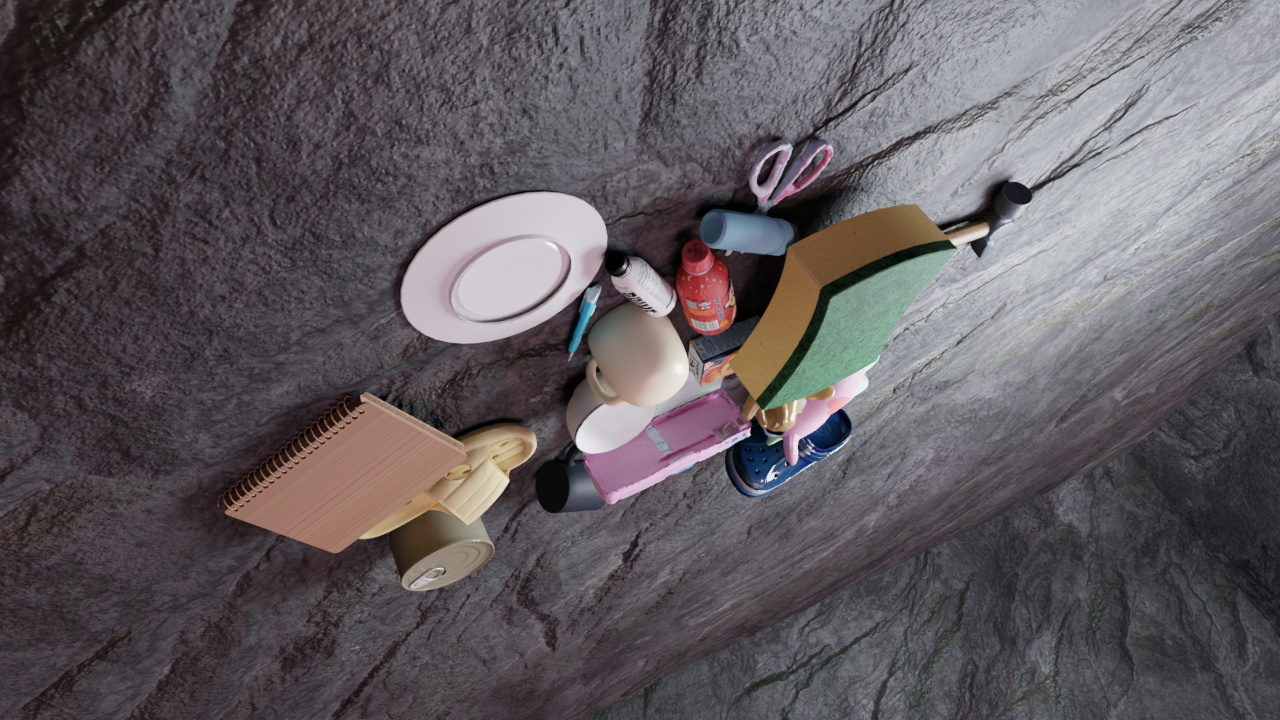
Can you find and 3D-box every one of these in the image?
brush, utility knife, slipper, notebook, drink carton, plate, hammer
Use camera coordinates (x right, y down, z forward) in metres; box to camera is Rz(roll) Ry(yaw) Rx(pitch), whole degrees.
[{"bbox_3d":[0.231,-0.059,1.080,0.194,0.075,0.251,-21,152,-27],"label":"brush"},{"bbox_3d":[-0.065,-0.038,1.002,0.022,0.015,0.125,-62,178,-39],"label":"utility knife"},{"bbox_3d":[0.242,0.126,1.463,0.252,0.105,0.095,-22,161,-31],"label":"slipper"},{"bbox_3d":[-0.322,0.127,1.001,0.211,0.022,0.169,-36,139,14],"label":"notebook"},{"bbox_3d":[0.128,-0.019,1.183,0.130,0.040,0.064,-22,152,-13],"label":"drink carton"},{"bbox_3d":[-0.241,0.163,1.115,0.261,0.079,0.111,-26,149,-3],"label":"slipper"},{"bbox_3d":[-0.125,-0.079,0.878,0.208,0.015,0.209,-22,152,-13],"label":"plate"},{"bbox_3d":[0.349,-0.139,1.191,0.321,0.040,0.129,-19,155,-16],"label":"hammer"}]

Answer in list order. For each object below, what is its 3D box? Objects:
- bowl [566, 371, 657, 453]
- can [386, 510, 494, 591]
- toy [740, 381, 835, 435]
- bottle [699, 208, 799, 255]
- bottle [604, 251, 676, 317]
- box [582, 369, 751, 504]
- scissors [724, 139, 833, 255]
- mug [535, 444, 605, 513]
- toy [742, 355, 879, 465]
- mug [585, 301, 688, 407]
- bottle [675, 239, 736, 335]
[{"bbox_3d":[-0.043,0.055,1.122,0.113,0.063,0.114,-23,147,-16],"label":"bowl"},{"bbox_3d":[-0.268,0.243,1.226,0.127,0.073,0.128,-22,152,-13],"label":"can"},{"bbox_3d":[0.183,0.050,1.235,0.134,0.106,0.108,9,-177,22],"label":"toy"},{"bbox_3d":[0.120,-0.133,0.962,0.129,0.040,0.040,0,141,-41],"label":"bottle"},{"bbox_3d":[-0.002,-0.082,0.958,0.041,0.041,0.116,-35,152,12],"label":"bottle"},{"bbox_3d":[0.036,0.089,1.217,0.230,0.086,0.106,-23,145,-20],"label":"box"},{"bbox_3d":[0.121,-0.166,0.963,0.105,0.016,0.180,-3,147,-40],"label":"scissors"},{"bbox_3d":[-0.088,0.158,1.266,0.077,0.071,0.105,4,112,-46],"label":"mug"},{"bbox_3d":[0.252,0.041,1.335,0.170,0.120,0.223,-30,155,-18],"label":"toy"},{"bbox_3d":[-0.006,0.006,1.038,0.120,0.099,0.096,-37,151,16],"label":"mug"},{"bbox_3d":[0.069,-0.083,0.999,0.062,0.062,0.137,-27,153,-2],"label":"bottle"}]
